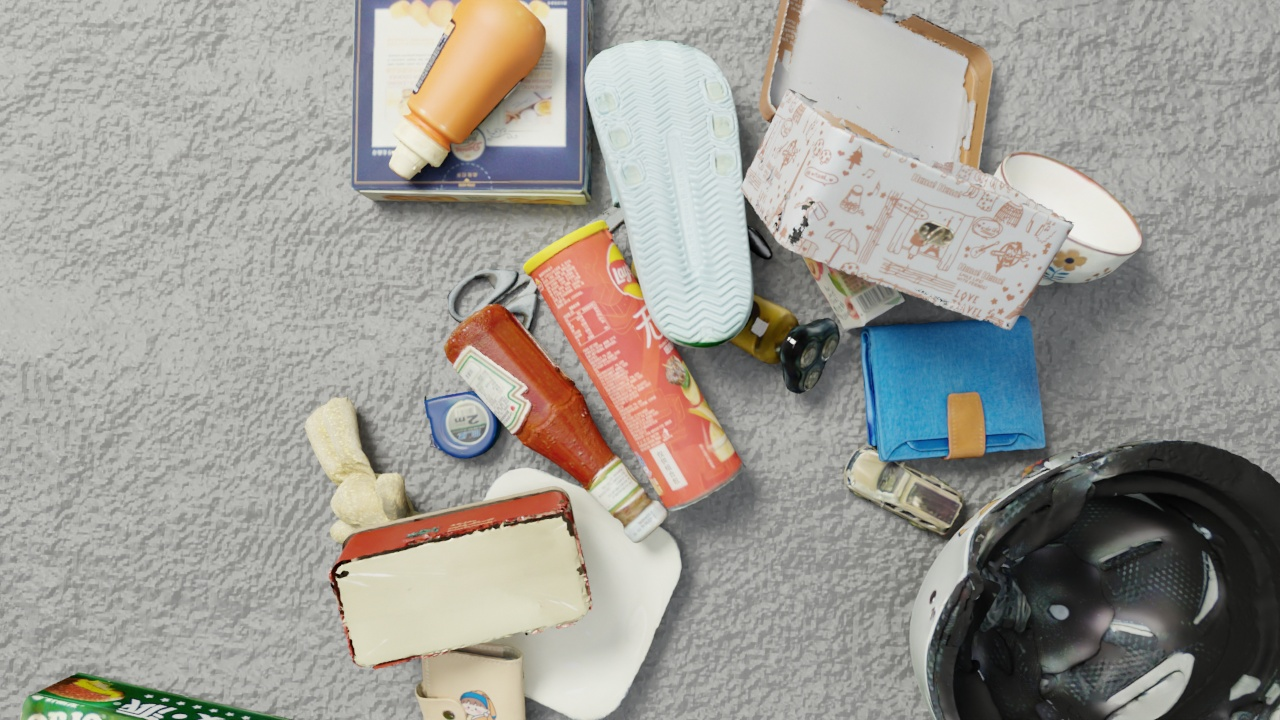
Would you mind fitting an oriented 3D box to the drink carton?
[{"bbox_3d":[0.150,-0.087,0.699,0.045,0.053,0.122,-29,88,-2],"label":"drink carton"}]

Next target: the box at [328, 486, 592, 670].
[{"bbox_3d":[-0.122,0.154,0.639,0.168,0.079,0.091,-12,101,-4],"label":"box"}]

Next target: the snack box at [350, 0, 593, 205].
[{"bbox_3d":[-0.128,-0.215,0.712,0.178,0.046,0.182,1,89,1],"label":"snack box"}]

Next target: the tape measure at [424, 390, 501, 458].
[{"bbox_3d":[-0.137,0.049,0.718,0.058,0.025,0.054,-10,90,5],"label":"tape measure"}]

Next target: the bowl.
[{"bbox_3d":[0.302,-0.096,0.681,0.113,0.113,0.062,26,132,2],"label":"bowl"}]

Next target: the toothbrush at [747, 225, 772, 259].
[{"bbox_3d":[0.037,-0.148,0.725,0.014,0.016,0.189,-45,85,9],"label":"toothbrush"}]

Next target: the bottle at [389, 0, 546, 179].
[{"bbox_3d":[-0.132,-0.194,0.661,0.067,0.066,0.149,38,96,2],"label":"bottle"}]

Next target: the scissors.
[{"bbox_3d":[-0.078,-0.082,0.725,0.136,0.014,0.174,18,89,1],"label":"scissors"}]

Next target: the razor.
[{"bbox_3d":[0.069,-0.038,0.698,0.167,0.067,0.062,30,95,8],"label":"razor"}]

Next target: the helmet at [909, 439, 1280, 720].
[{"bbox_3d":[0.307,0.182,0.639,0.273,0.157,0.230,-35,86,-10],"label":"helmet"}]

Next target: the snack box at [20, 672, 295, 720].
[{"bbox_3d":[-0.349,0.325,0.699,0.240,0.063,0.114,11,89,2],"label":"snack box"}]

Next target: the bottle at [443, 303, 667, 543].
[{"bbox_3d":[-0.059,0.048,0.680,0.060,0.060,0.206,-42,86,0],"label":"bottle"}]

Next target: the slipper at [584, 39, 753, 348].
[{"bbox_3d":[0.027,-0.125,0.680,0.104,0.074,0.245,-11,79,0],"label":"slipper"}]

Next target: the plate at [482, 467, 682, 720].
[{"bbox_3d":[-0.064,0.177,0.708,0.164,0.034,0.163,25,90,2],"label":"plate"}]

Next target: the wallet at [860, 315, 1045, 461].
[{"bbox_3d":[0.237,0.022,0.697,0.133,0.040,0.106,-4,85,-6],"label":"wallet"}]

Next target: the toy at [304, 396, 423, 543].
[{"bbox_3d":[-0.206,0.100,0.706,0.105,0.066,0.157,-36,83,33],"label":"toy"}]

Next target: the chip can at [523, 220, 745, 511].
[{"bbox_3d":[-0.004,0.004,0.686,0.073,0.073,0.216,-30,91,1],"label":"chip can"}]

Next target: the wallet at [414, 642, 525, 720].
[{"bbox_3d":[-0.128,0.262,0.693,0.087,0.024,0.115,6,116,13],"label":"wallet"}]

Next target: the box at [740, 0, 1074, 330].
[{"bbox_3d":[0.171,-0.147,0.635,0.179,0.126,0.272,18,48,-16],"label":"box"}]

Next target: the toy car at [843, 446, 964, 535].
[{"bbox_3d":[0.201,0.098,0.703,0.090,0.035,0.042,27,87,5],"label":"toy car"}]
